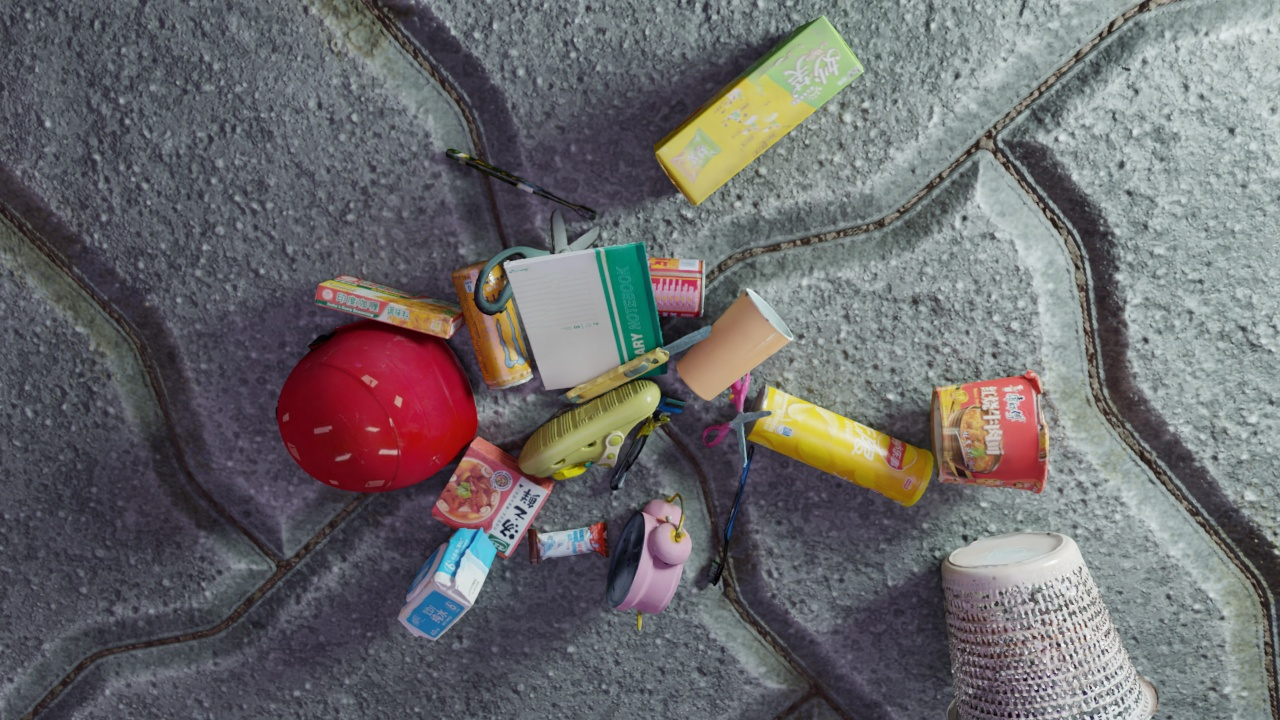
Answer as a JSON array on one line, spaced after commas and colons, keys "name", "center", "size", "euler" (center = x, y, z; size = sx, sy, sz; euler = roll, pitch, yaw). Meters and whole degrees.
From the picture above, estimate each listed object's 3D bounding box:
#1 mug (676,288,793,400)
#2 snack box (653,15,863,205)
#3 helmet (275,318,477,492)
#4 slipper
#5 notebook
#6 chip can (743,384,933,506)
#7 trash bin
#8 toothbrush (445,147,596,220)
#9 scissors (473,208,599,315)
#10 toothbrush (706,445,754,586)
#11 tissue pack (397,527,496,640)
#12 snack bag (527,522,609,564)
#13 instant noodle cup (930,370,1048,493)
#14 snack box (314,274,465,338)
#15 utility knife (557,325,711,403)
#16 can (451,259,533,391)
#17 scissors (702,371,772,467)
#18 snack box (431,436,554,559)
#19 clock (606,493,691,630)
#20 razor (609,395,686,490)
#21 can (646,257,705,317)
[{"name": "mug", "center": [0.103, -0.014, 1.054], "size": [0.123, 0.078, 0.078], "euler": [-42, 98, 16]}, {"name": "snack box", "center": [0.112, -0.257, 0.950], "size": [0.210, 0.157, 0.070], "euler": [-38, 102, 11]}, {"name": "helmet", "center": [-0.321, 0.066, 1.062], "size": [0.240, 0.143, 0.207], "euler": [-19, 104, 8]}, {"name": "slipper", "center": [-0.052, 0.094, 1.080], "size": [0.190, 0.091, 0.081], "euler": [-29, 103, 6]}, {"name": "notebook", "center": [-0.055, -0.044, 1.024], "size": [0.150, 0.012, 0.209], "euler": [-8, 139, 4]}, {"name": "chip can", "center": [0.230, 0.098, 1.074], "size": [0.213, 0.072, 0.072], "euler": [23, 103, -2]}, {"name": "trash bin", "center": [0.444, 0.309, 1.053], "size": [0.227, 0.227, 0.192], "euler": [-16, 89, 6]}, {"name": "toothbrush", "center": [-0.137, -0.201, 1.049], "size": [0.186, 0.017, 0.012], "euler": [24, 106, -2]}, {"name": "scissors", "center": [-0.110, -0.081, 1.047], "size": [0.178, 0.019, 0.170], "euler": [-16, 105, -19]}, {"name": "toothbrush", "center": [0.111, 0.192, 1.132], "size": [0.016, 0.014, 0.190], "euler": [19, 104, 23]}, {"name": "tissue pack", "center": [-0.234, 0.268, 1.108], "size": [0.063, 0.089, 0.140], "euler": [34, 129, -12]}, {"name": "snack bag", "center": [-0.090, 0.228, 1.145], "size": [0.104, 0.026, 0.048], "euler": [-5, 91, 4]}, {"name": "instant noodle cup", "center": [0.389, 0.083, 1.036], "size": [0.109, 0.137, 0.138], "euler": [-3, 103, 13]}, {"name": "snack box", "center": [-0.285, -0.063, 1.060], "size": [0.156, 0.077, 0.027], "euler": [14, 103, 0]}, {"name": "utility knife", "center": [-0.006, 0.006, 1.069], "size": [0.213, 0.022, 0.031], "euler": [-30, 139, 21]}, {"name": "can", "center": [-0.172, -0.042, 1.068], "size": [0.058, 0.058, 0.146], "euler": [-14, 102, 6]}, {"name": "scissors", "center": [0.109, 0.070, 1.063], "size": [0.017, 0.133, 0.136], "euler": [20, 137, -27]}, {"name": "snack box", "center": [-0.186, 0.177, 1.128], "size": [0.113, 0.044, 0.127], "euler": [31, 103, -4]}, {"name": "clock", "center": [0.015, 0.230, 1.096], "size": [0.060, 0.117, 0.159], "euler": [20, 106, -12]}, {"name": "razor", "center": [0.001, 0.100, 1.112], "size": [0.042, 0.022, 0.143], "euler": [15, 114, -46]}, {"name": "can", "center": [0.025, -0.083, 1.043], "size": [0.094, 0.066, 0.066], "euler": [3, 103, 2]}]
